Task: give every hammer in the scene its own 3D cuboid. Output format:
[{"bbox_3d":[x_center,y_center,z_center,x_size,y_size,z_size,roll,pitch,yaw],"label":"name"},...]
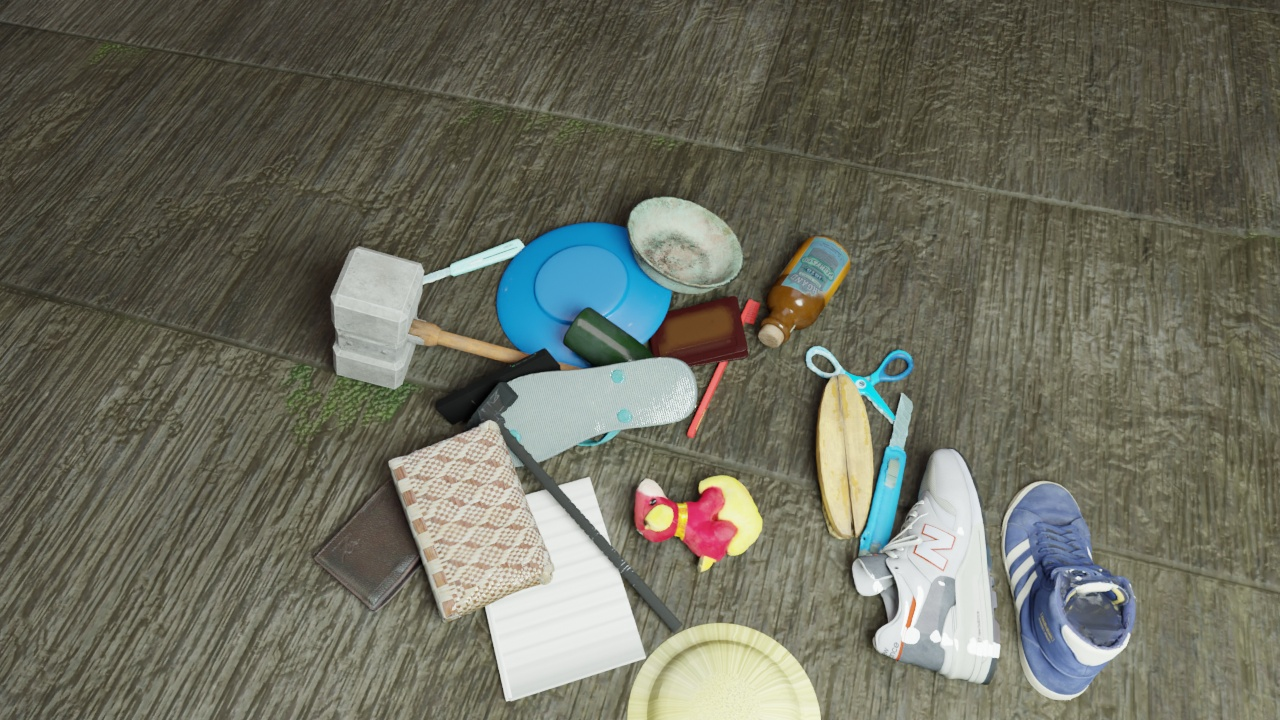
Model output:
[{"bbox_3d":[-0.192,-0.015,1.074,0.317,0.163,0.082,15,56,-7],"label":"hammer"},{"bbox_3d":[-0.075,0.166,0.976,0.325,0.015,0.095,45,104,20],"label":"hammer"}]

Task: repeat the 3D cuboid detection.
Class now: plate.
[{"bbox_3d":[-0.073,-0.092,1.159,0.224,0.024,0.223,-3,59,5],"label":"plate"},{"bbox_3d":[0.079,0.334,0.868,0.184,0.036,0.184,-1,56,2],"label":"plate"}]

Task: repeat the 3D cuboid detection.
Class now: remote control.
[{"bbox_3d":[-0.164,0.030,1.053,0.150,0.034,0.013,-25,42,13],"label":"remote control"}]

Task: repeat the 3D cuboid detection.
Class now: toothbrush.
[{"bbox_3d":[0.103,0.007,1.103,0.018,0.012,0.212,19,59,15],"label":"toothbrush"}]

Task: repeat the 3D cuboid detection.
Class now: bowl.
[{"bbox_3d":[0.052,-0.140,1.166,0.157,0.039,0.157,12,49,-15],"label":"bowl"}]

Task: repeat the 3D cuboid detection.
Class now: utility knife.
[{"bbox_3d":[-0.230,-0.124,1.208,0.166,0.015,0.022,-21,90,-10],"label":"utility knife"},{"bbox_3d":[0.274,0.128,1.011,0.031,0.015,0.221,23,58,-3],"label":"utility knife"}]

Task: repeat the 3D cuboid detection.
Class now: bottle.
[{"bbox_3d":[-0.006,0.006,1.078,0.174,0.055,0.055,34,63,6],"label":"bottle"},{"bbox_3d":[0.194,-0.079,1.123,0.068,0.068,0.156,27,61,19],"label":"bottle"}]

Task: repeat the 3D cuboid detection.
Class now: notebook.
[{"bbox_3d":[-0.094,0.232,0.962,0.142,0.009,0.209,-15,57,-8],"label":"notebook"}]

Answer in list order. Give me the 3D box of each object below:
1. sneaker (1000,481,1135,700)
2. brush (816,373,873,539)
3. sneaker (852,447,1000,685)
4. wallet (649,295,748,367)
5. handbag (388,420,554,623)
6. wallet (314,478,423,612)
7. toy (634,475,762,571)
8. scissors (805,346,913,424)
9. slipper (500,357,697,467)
[{"bbox_3d":[0.415,0.197,0.894,0.091,0.119,0.232,10,57,9],"label":"sneaker"},{"bbox_3d":[0.222,0.104,1.010,0.059,0.043,0.195,2,59,4],"label":"brush"},{"bbox_3d":[0.276,0.198,0.919,0.124,0.089,0.239,0,59,-1],"label":"sneaker"},{"bbox_3d":[0.068,-0.033,1.120,0.116,0.018,0.091,-11,53,6],"label":"wallet"},{"bbox_3d":[-0.177,0.167,0.962,0.124,0.047,0.185,-21,72,-12],"label":"handbag"},{"bbox_3d":[-0.275,0.196,0.984,0.099,0.031,0.119,32,65,24],"label":"wallet"},{"bbox_3d":[0.061,0.171,0.971,0.137,0.067,0.105,3,58,-10],"label":"toy"},{"bbox_3d":[0.263,0.020,1.086,0.139,0.011,0.134,-30,60,-15],"label":"scissors"},{"bbox_3d":[-0.064,0.049,1.025,0.269,0.054,0.098,-17,88,18],"label":"slipper"}]
